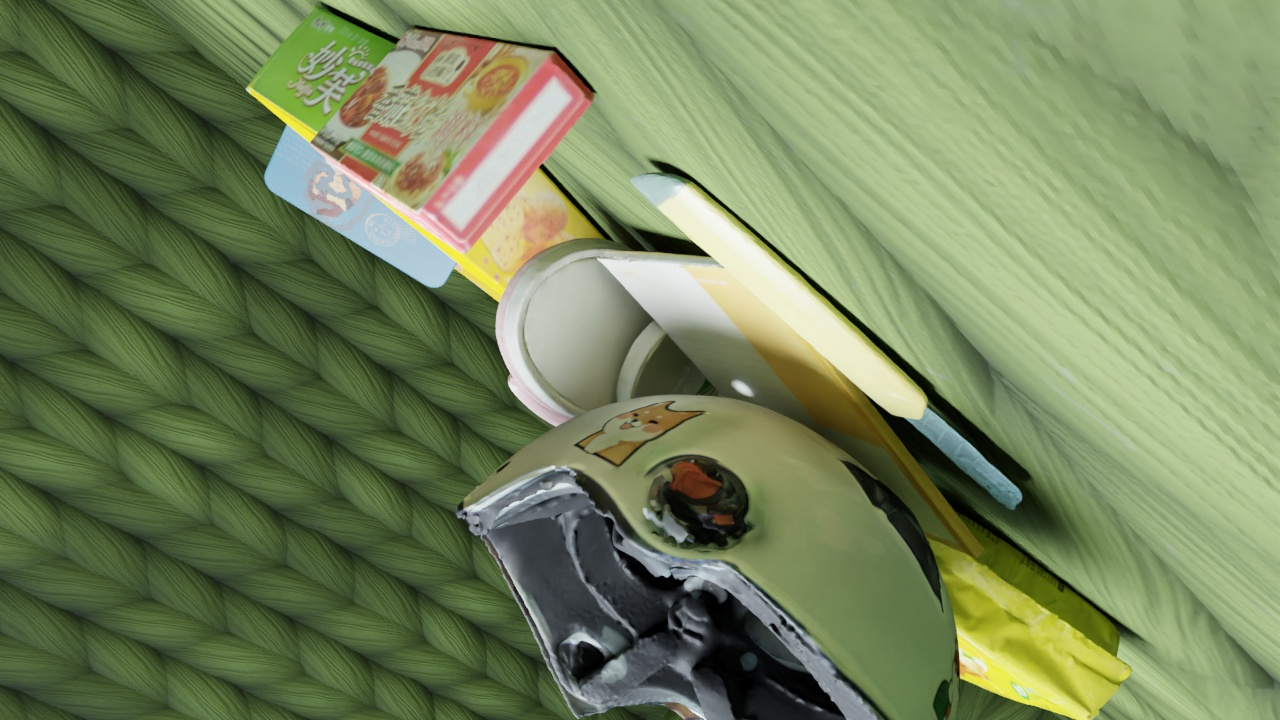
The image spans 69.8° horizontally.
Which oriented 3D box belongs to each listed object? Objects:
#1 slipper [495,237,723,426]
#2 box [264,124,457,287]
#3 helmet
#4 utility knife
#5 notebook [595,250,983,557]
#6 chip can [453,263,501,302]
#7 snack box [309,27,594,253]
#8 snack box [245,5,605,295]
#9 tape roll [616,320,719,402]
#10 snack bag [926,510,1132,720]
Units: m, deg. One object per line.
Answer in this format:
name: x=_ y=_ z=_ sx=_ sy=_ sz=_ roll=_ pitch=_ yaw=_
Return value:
slipper: x=-0.003 y=0.004 z=0.595 sx=0.054 sy=0.114 sz=0.274 roll=23 pitch=175 yaw=37
box: x=-0.210 y=-0.139 z=0.764 sx=0.184 sy=0.090 sz=0.061 roll=31 pitch=-153 yaw=-8
helmet: x=0.048 y=0.109 z=0.477 sx=0.274 sy=0.156 sz=0.230 roll=11 pitch=136 yaw=38
utility knife: x=0.081 y=-0.003 z=0.369 sx=0.216 sy=0.022 sz=0.031 roll=45 pitch=159 yaw=-10
notebook: x=0.076 y=0.020 z=0.479 sx=0.206 sy=0.010 sz=0.146 roll=48 pitch=165 yaw=-26
chip can: x=-0.079 y=-0.058 z=0.822 sx=0.213 sy=0.072 sz=0.072 roll=36 pitch=176 yaw=15
snack box: x=-0.085 y=-0.097 z=0.377 sx=0.025 sy=0.075 sz=0.153 roll=42 pitch=175 yaw=-38
snack box: x=-0.117 y=-0.109 z=0.572 sx=0.158 sy=0.070 sz=0.210 roll=35 pitch=175 yaw=38
tape roll: x=0.022 y=0.008 z=0.559 sx=0.014 sy=0.085 sz=0.086 roll=34 pitch=175 yaw=38
snack bag: x=0.212 y=0.166 z=0.645 sx=0.158 sy=0.068 sz=0.247 roll=35 pitch=168 yaw=3
